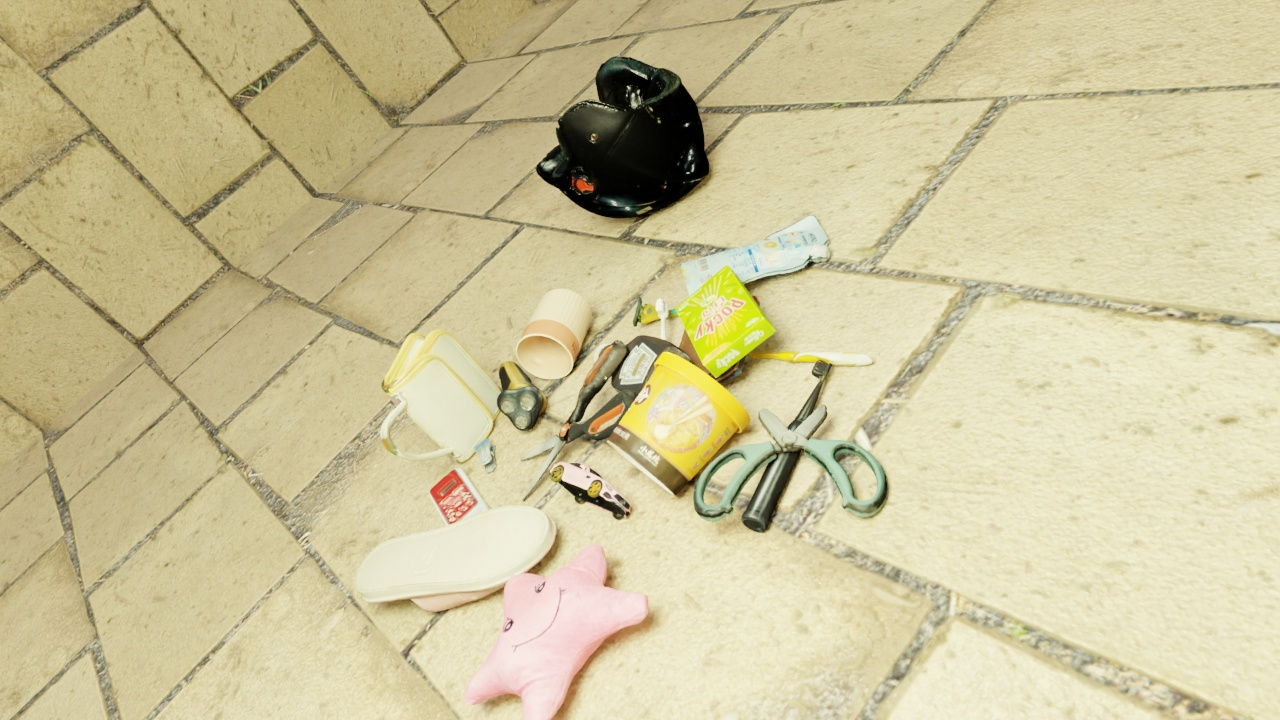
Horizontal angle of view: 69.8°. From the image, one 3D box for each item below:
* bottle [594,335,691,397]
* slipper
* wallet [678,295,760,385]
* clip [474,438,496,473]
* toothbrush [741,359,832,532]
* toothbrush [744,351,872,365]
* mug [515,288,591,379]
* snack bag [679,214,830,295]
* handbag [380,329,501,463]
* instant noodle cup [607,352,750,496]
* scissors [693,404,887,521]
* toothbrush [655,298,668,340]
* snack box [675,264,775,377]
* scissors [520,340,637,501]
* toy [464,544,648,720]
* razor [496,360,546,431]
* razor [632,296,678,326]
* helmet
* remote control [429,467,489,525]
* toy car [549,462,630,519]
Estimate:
[{"bbox_3d":[-0.007,0.007,1.127,0.080,0.044,0.195,-61,24,-6],"label":"bottle"},{"bbox_3d":[-0.210,0.231,1.046,0.275,0.054,0.114,-17,37,24],"label":"slipper"},{"bbox_3d":[0.089,-0.017,1.088,0.101,0.032,0.124,-24,34,39],"label":"wallet"},{"bbox_3d":[-0.202,0.126,1.212,0.026,0.036,0.058,-33,29,1],"label":"clip"},{"bbox_3d":[0.153,0.079,0.924,0.027,0.026,0.212,24,57,10],"label":"toothbrush"},{"bbox_3d":[0.172,-0.001,1.018,0.192,0.016,0.018,3,45,46],"label":"toothbrush"},{"bbox_3d":[-0.126,-0.030,1.295,0.115,0.081,0.105,-48,15,43],"label":"mug"},{"bbox_3d":[0.148,-0.129,1.175,0.191,0.039,0.110,-18,25,5],"label":"snack bag"},{"bbox_3d":[-0.269,0.066,1.216,0.063,0.163,0.178,-11,42,33],"label":"handbag"},{"bbox_3d":[0.036,0.071,0.971,0.114,0.118,0.118,-51,34,-7],"label":"instant noodle cup"},{"bbox_3d":[0.136,0.112,0.865,0.170,0.019,0.171,-34,44,-10],"label":"scissors"},{"bbox_3d":[0.027,-0.010,1.145,0.016,0.016,0.179,-20,45,23],"label":"toothbrush"},{"bbox_3d":[0.095,-0.048,1.062,0.086,0.026,0.156,-39,28,11],"label":"snack box"},{"bbox_3d":[-0.074,0.072,1.094,0.228,0.021,0.220,-1,59,60],"label":"scissors"},{"bbox_3d":[-0.095,0.259,0.880,0.194,0.074,0.179,-45,33,-12],"label":"toy"},{"bbox_3d":[-0.172,0.039,1.259,0.167,0.067,0.062,-131,55,-64],"label":"razor"},{"bbox_3d":[0.051,-0.070,1.212,0.133,0.028,0.043,-9,47,31],"label":"razor"},{"bbox_3d":[-0.027,-0.335,1.446,0.275,0.230,0.232,-27,22,32],"label":"helmet"},{"bbox_3d":[-0.230,0.181,1.162,0.056,0.020,0.136,-41,32,-8],"label":"remote control"},{"bbox_3d":[-0.054,0.140,1.016,0.122,0.056,0.037,13,63,50],"label":"toy car"}]
